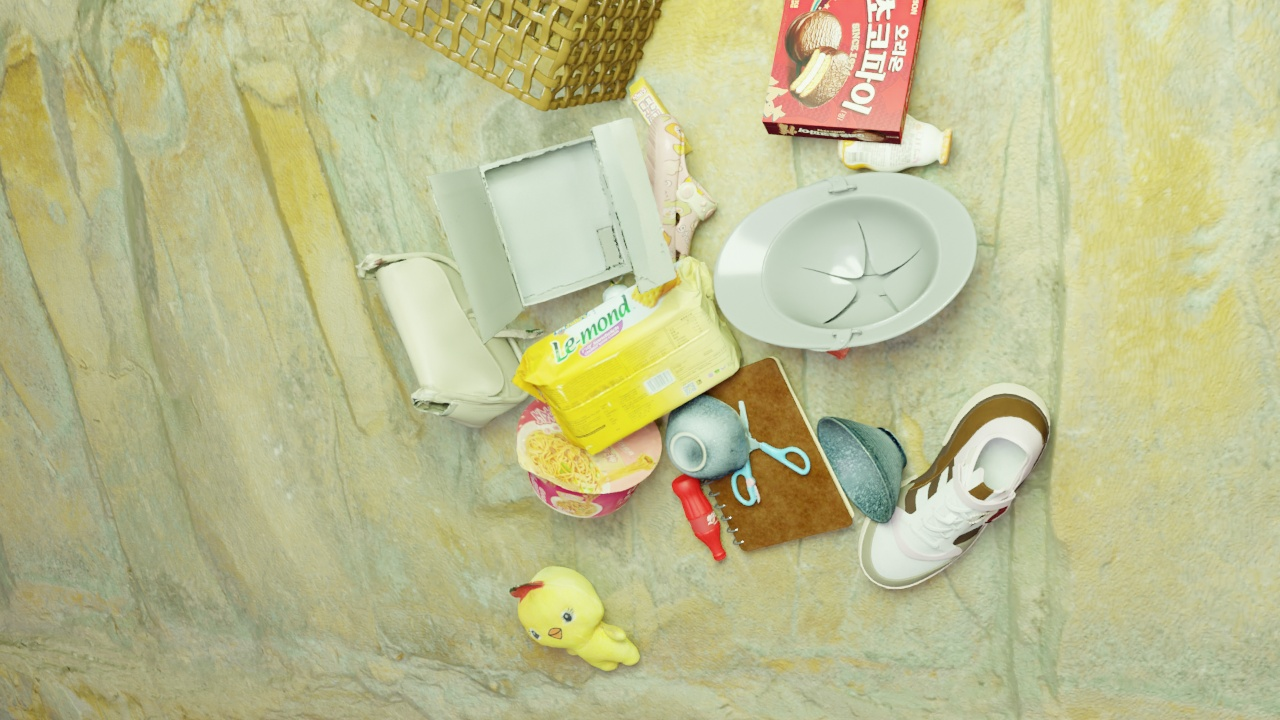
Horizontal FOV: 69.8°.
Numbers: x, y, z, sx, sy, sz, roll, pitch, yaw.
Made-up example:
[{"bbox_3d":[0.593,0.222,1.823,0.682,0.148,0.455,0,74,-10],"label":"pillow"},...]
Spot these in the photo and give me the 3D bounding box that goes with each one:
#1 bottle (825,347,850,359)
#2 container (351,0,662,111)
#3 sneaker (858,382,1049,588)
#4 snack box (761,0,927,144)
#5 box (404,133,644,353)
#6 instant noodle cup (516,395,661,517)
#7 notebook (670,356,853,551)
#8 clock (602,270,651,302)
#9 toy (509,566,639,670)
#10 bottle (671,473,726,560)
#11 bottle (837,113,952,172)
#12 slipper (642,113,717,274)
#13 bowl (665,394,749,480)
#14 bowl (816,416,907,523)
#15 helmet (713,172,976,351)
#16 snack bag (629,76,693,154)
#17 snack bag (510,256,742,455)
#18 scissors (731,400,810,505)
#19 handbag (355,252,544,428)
[{"bbox_3d":[0.189,-0.040,1.038,0.109,0.044,0.044,25,116,13],"label":"bottle"},{"bbox_3d":[-0.115,-0.417,0.928,0.251,0.219,0.215,32,118,10],"label":"container"},{"bbox_3d":[0.339,0.164,1.004,0.112,0.116,0.295,38,119,7],"label":"sneaker"},{"bbox_3d":[0.202,-0.298,0.905,0.133,0.035,0.152,10,86,20],"label":"snack box"},{"bbox_3d":[-0.114,-0.136,0.963,0.165,0.329,0.167,-13,104,17],"label":"box"},{"bbox_3d":[-0.068,0.120,1.143,0.179,0.178,0.078,25,133,13],"label":"instant noodle cup"},{"bbox_3d":[0.140,0.118,1.119,0.168,0.024,0.225,-22,99,32],"label":"notebook"},{"bbox_3d":[-0.007,-0.050,1.108,0.083,0.057,0.118,6,100,15],"label":"clock"},{"bbox_3d":[-0.090,0.363,1.281,0.134,0.092,0.207,-32,104,35],"label":"toy"},{"bbox_3d":[0.079,0.202,1.175,0.036,0.036,0.119,-21,100,28],"label":"bottle"},{"bbox_3d":[0.258,-0.221,0.930,0.109,0.063,0.063,10,112,19],"label":"bottle"},{"bbox_3d":[0.047,-0.176,1.024,0.081,0.093,0.198,-5,122,-6],"label":"slipper"},{"bbox_3d":[0.070,0.100,1.094,0.110,0.055,0.110,12,113,30],"label":"bowl"},{"bbox_3d":[0.263,0.111,1.041,0.057,0.137,0.137,-28,98,-12],"label":"bowl"},{"bbox_3d":[0.223,-0.089,0.970,0.272,0.117,0.183,-6,75,30],"label":"helmet"},{"bbox_3d":[0.022,-0.273,1.037,0.026,0.020,0.099,-32,94,28],"label":"snack bag"},{"bbox_3d":[-0.006,0.006,1.038,0.247,0.068,0.160,-30,132,2],"label":"snack bag"},{"bbox_3d":[0.145,0.112,1.093,0.130,0.015,0.135,-1,111,27],"label":"scissors"},{"bbox_3d":[-0.231,-0.038,1.149,0.132,0.183,0.229,-33,77,26],"label":"handbag"}]
